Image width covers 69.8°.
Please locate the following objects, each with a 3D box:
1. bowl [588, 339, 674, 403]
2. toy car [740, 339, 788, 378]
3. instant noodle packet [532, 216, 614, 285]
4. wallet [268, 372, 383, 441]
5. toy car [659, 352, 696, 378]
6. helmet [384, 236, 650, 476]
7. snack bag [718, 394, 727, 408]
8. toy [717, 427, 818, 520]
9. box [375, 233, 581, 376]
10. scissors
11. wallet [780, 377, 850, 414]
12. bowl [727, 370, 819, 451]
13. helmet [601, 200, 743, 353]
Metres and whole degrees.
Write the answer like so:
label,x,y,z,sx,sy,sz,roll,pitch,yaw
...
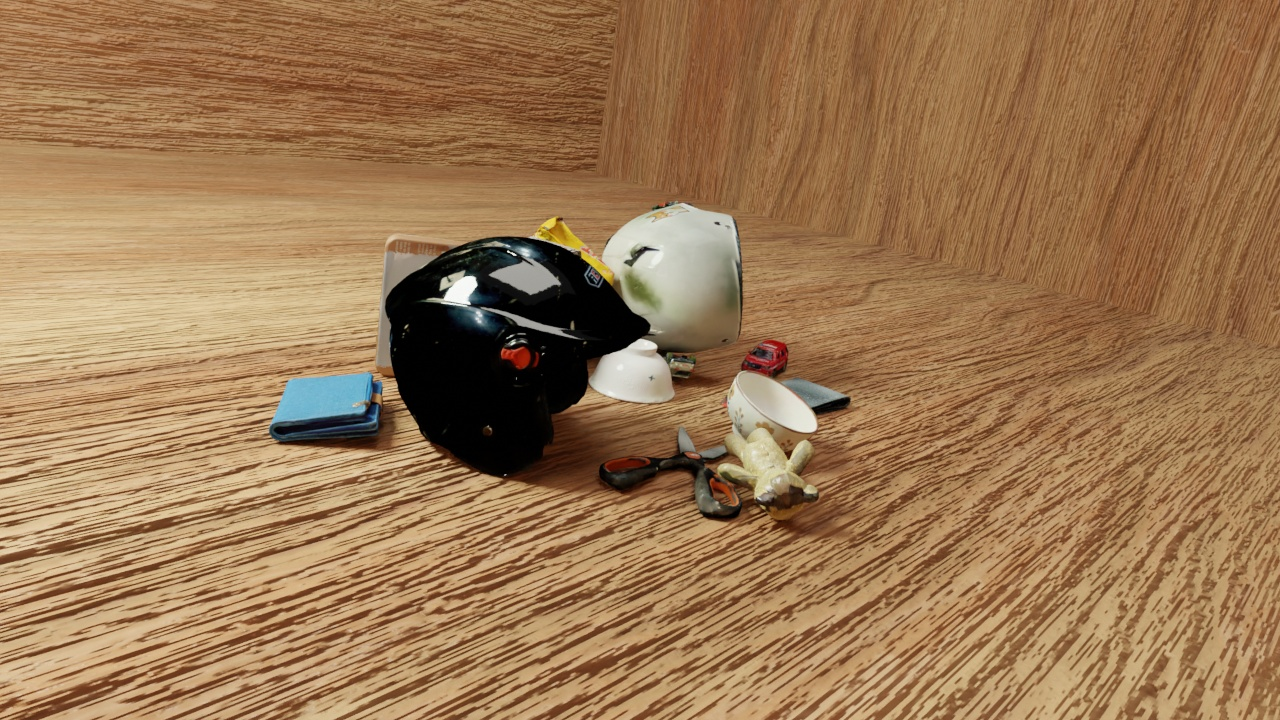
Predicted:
label,x,y,z,sx,sy,sz,roll,pitch,yaw
bowl,-0.007,0.007,1.233,0.118,0.065,0.118,8,16,-3
toy car,0.194,-0.003,1.414,0.053,0.045,0.120,14,19,20
instant noodle packet,-0.095,-0.142,1.293,0.128,0.044,0.111,45,-16,-8
wallet,-0.327,0.048,0.970,0.106,0.040,0.133,-4,19,-12
toy car,0.051,0.007,1.317,0.042,0.035,0.090,9,2,-10
helmet,-0.136,-0.022,0.977,0.275,0.230,0.233,-27,11,14
snack bag,0.155,0.067,1.189,0.105,0.026,0.045,18,16,21
toy,0.129,0.112,0.955,0.105,0.066,0.157,-7,21,-8
box,-0.197,-0.064,1.169,0.271,0.179,0.130,-4,24,-40
scissors,0.045,0.111,0.990,0.224,0.022,0.221,3,18,-24
wallet,0.225,0.051,1.299,0.120,0.019,0.097,-9,23,-44
bowl,0.148,0.070,1.087,0.113,0.062,0.113,24,24,-12
helmet,0.024,-0.114,1.339,0.156,0.230,0.274,-9,16,-34
